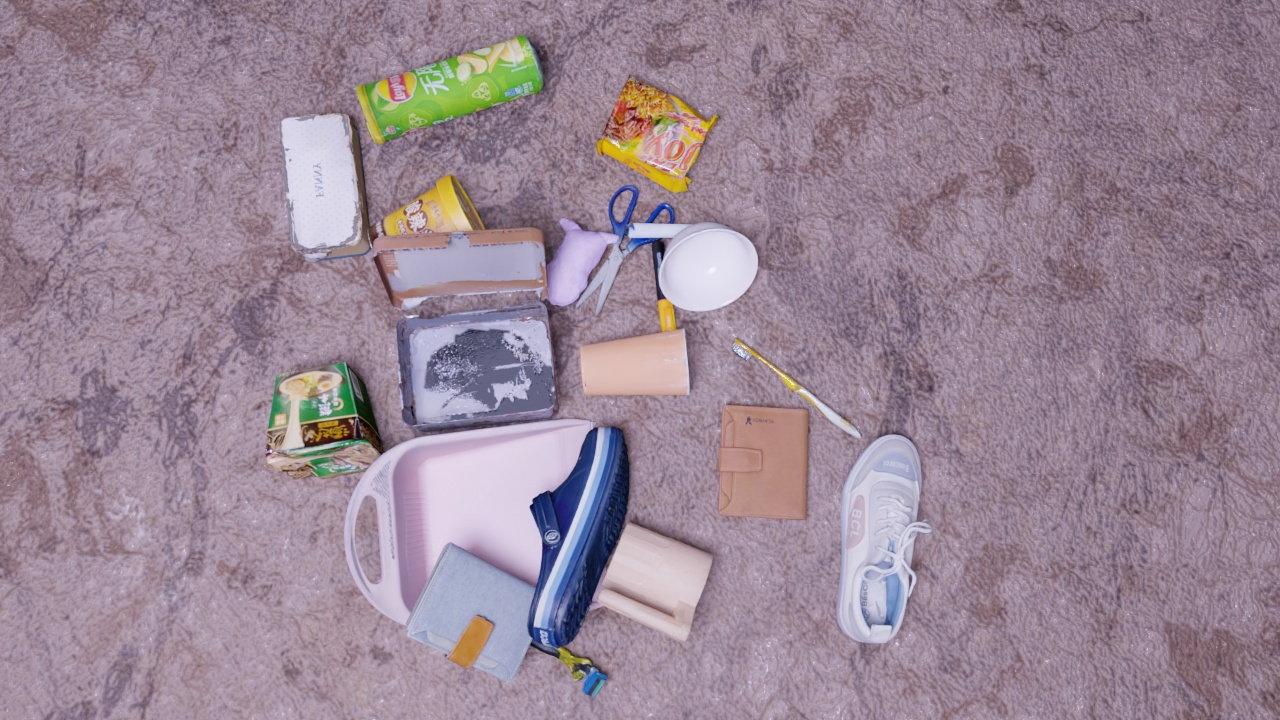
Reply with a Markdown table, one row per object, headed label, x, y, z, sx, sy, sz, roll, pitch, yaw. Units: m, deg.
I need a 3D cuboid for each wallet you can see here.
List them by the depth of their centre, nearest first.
| label | x | y | z | sx | sy | sz | roll | pitch | yaw |
| --- | --- | --- | --- | --- | --- | --- | --- | --- | --- |
| wallet | -0.168 | 0.265 | 0.956 | 0.129 | 0.037 | 0.106 | 34 | 64 | -22 |
| wallet | 0.144 | 0.120 | 1.080 | 0.108 | 0.031 | 0.131 | 4 | 80 | -4 |

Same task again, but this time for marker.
| label | x | y | z | sx | sy | sz | roll | pitch | yaw |
| --- | --- | --- | --- | --- | --- | --- | --- | --- | --- |
| marker | 0.028 | -0.085 | 1.107 | 0.018 | 0.015 | 0.124 | -7 | 86 | -7 |
| marker | 0.045 | -0.157 | 1.111 | 0.130 | 0.022 | 0.018 | -2 | 102 | -13 |

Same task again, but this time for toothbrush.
| label | x | y | z | sx | sy | sz | roll | pitch | yaw |
| --- | --- | --- | --- | --- | --- | --- | --- | --- | --- |
| toothbrush | 0.186 | 0.036 | 1.101 | 0.191 | 0.016 | 0.018 | 38 | 92 | 4 |
| toothbrush | -0.201 | -0.094 | 1.104 | 0.180 | 0.016 | 0.016 | -20 | 85 | -8 |

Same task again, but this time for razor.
| label | x | y | z | sx | sy | sz | roll | pitch | yaw |
| --- | --- | --- | --- | --- | --- | --- | --- | --- | --- |
| razor | -0.103 | 0.329 | 1.040 | 0.143 | 0.022 | 0.043 | 30 | 125 | 5 |

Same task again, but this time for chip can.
| label | x | y | z | sx | sy | sz | roll | pitch | yaw |
| --- | --- | --- | --- | --- | --- | --- | --- | --- | --- |
| chip can | -0.227 | -0.328 | 1.109 | 0.221 | 0.072 | 0.072 | -20 | 83 | -6 |

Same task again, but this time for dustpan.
| label | x | y | z | sx | sy | sz | roll | pitch | yaw |
| --- | --- | --- | --- | --- | --- | --- | --- | --- | --- |
| dustpan | -0.167 | 0.183 | 0.999 | 0.273 | 0.139 | 0.222 | -9 | 82 | -4 |

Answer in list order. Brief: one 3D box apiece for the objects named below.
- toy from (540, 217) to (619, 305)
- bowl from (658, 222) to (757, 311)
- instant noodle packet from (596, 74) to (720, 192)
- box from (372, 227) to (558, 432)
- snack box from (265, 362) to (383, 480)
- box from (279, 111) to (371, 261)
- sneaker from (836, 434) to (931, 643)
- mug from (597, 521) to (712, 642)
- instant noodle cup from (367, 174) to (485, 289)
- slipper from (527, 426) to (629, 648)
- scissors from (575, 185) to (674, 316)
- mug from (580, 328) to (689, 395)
| label | x | y | z | sx | sy | sz | roll | pitch | yaw |
| --- | --- | --- | --- | --- | --- | --- | --- | --- | --- |
| toy | -0.085 | -0.116 | 1.099 | 0.084 | 0.039 | 0.108 | 24 | 84 | 25 |
| bowl | 0.073 | -0.123 | 1.088 | 0.118 | 0.118 | 0.064 | -11 | 44 | -5 |
| instant noodle packet | 0.021 | -0.278 | 1.128 | 0.128 | 0.044 | 0.110 | 26 | 85 | 1 |
| box | -0.183 | -0.016 | 1.008 | 0.180 | 0.227 | 0.156 | -4 | 65 | -5 |
| snack box | -0.350 | 0.066 | 1.028 | 0.117 | 0.118 | 0.105 | -10 | 72 | -4 |
| box | -0.376 | -0.213 | 1.093 | 0.090 | 0.059 | 0.184 | -6 | 80 | -5 |
| sneaker | 0.275 | 0.200 | 1.042 | 0.089 | 0.091 | 0.242 | 12 | 80 | -2 |
| mug | 0.014 | 0.245 | 1.011 | 0.103 | 0.124 | 0.084 | 23 | 119 | 2 |
| instant noodle cup | -0.241 | -0.138 | 1.061 | 0.114 | 0.118 | 0.118 | -25 | 83 | 2 |
| slipper | -0.077 | 0.186 | 0.997 | 0.095 | 0.105 | 0.252 | 10 | 54 | 11 |
| scissors | -0.016 | -0.130 | 1.119 | 0.141 | 0.012 | 0.171 | -3 | 83 | -3 |
| mug | -0.006 | 0.006 | 1.070 | 0.123 | 0.078 | 0.078 | -5 | 81 | 2 |
